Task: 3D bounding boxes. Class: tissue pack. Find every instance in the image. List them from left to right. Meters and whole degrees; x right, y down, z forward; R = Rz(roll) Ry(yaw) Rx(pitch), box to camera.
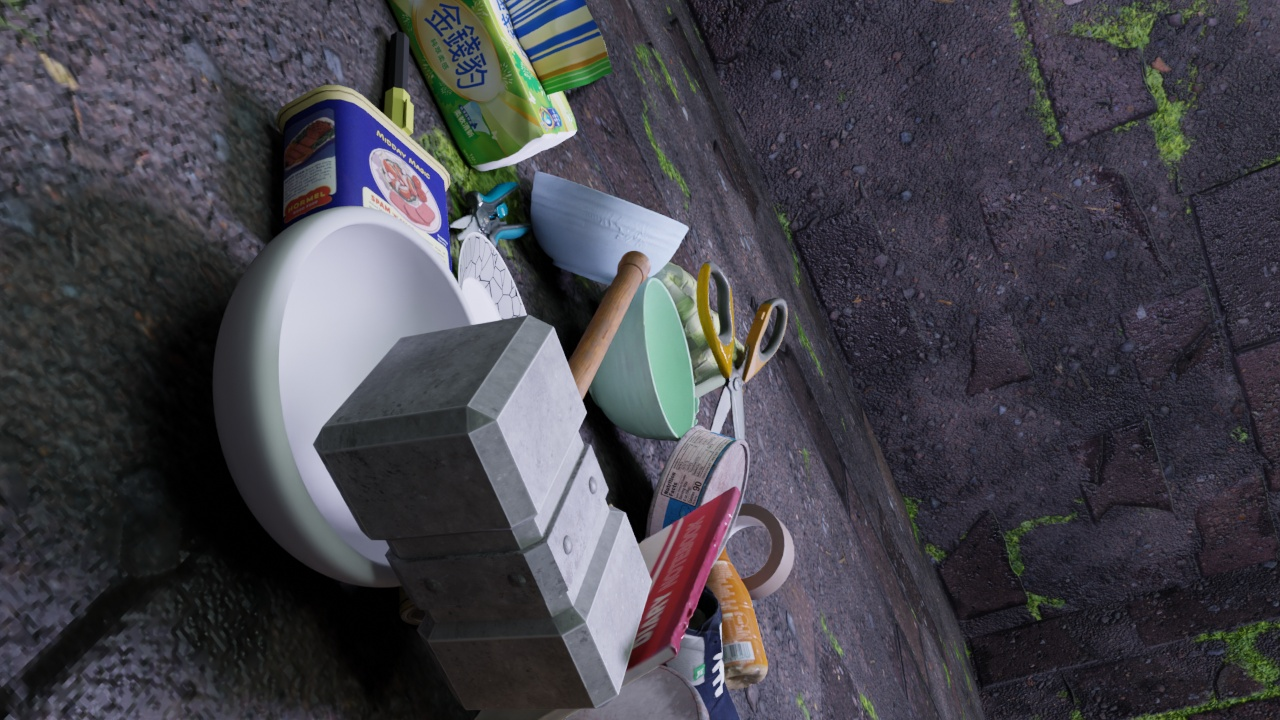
[{"bbox_3d":[-0.108,-0.276,0.772,0.198,0.142,0.120,63,19,-16],"label":"tissue pack"}]

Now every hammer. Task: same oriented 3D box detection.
[{"bbox_3d":[-0.036,0.011,0.506,0.316,0.083,0.163,-67,143,-56],"label":"hammer"}]

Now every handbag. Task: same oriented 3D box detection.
[{"bbox_3d":[0.035,-0.037,0.971,0.186,0.113,0.116,53,16,-37],"label":"handbag"}]

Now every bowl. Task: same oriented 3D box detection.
[{"bbox_3d":[-0.141,0.019,0.438,0.176,0.066,0.176,-8,90,-70],"label":"bowl"},{"bbox_3d":[-0.038,-0.112,0.842,0.075,0.151,0.150,-70,161,5],"label":"bowl"},{"bbox_3d":[-0.005,0.005,0.840,0.150,0.077,0.151,-11,90,-73],"label":"bowl"}]

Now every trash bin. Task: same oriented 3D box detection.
[{"bbox_3d":[0.009,0.277,0.503,0.211,0.131,0.130,63,18,-20],"label":"trash bin"}]

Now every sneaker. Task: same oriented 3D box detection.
[{"bbox_3d":[0.041,0.232,0.726,0.235,0.079,0.084,60,19,-26],"label":"sneaker"}]

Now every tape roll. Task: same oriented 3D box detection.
[{"bbox_3d":[0.108,0.195,0.938,0.030,0.094,0.093,46,28,-50],"label":"tape roll"}]

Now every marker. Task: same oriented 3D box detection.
[{"bbox_3d":[-0.179,-0.203,0.681,0.017,0.021,0.123,48,26,-48],"label":"marker"}]

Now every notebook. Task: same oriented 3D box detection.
[{"bbox_3d":[-0.017,0.148,0.537,0.012,0.153,0.208,54,19,-3],"label":"notebook"}]

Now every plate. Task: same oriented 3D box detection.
[{"bbox_3d":[-0.097,0.006,0.636,0.188,0.016,0.188,-12,89,-84],"label":"plate"}]

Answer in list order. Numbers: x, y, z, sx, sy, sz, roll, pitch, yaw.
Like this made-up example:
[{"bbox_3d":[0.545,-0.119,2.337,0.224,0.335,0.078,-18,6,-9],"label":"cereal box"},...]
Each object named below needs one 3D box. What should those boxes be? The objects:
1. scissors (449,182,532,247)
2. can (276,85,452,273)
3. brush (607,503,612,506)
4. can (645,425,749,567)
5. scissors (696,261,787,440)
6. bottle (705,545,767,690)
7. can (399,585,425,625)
[{"bbox_3d":[-0.123,-0.122,0.752,0.126,0.019,0.143,54,28,-51],"label":"scissors"},{"bbox_3d":[-0.161,-0.089,0.547,0.116,0.057,0.092,40,35,-56],"label":"can"},{"bbox_3d":[-0.059,0.114,0.606,0.043,0.059,0.195,62,15,7],"label":"brush"},{"bbox_3d":[0.053,0.127,0.829,0.129,0.044,0.130,-47,147,-46],"label":"can"},{"bbox_3d":[0.105,0.003,0.942,0.216,0.016,0.225,-23,109,-49],"label":"scissors"},{"bbox_3d":[0.073,0.222,0.867,0.059,0.059,0.167,46,25,-49],"label":"bottle"},{"bbox_3d":[-0.112,0.100,0.500,0.038,0.038,0.079,45,29,-51],"label":"can"}]
